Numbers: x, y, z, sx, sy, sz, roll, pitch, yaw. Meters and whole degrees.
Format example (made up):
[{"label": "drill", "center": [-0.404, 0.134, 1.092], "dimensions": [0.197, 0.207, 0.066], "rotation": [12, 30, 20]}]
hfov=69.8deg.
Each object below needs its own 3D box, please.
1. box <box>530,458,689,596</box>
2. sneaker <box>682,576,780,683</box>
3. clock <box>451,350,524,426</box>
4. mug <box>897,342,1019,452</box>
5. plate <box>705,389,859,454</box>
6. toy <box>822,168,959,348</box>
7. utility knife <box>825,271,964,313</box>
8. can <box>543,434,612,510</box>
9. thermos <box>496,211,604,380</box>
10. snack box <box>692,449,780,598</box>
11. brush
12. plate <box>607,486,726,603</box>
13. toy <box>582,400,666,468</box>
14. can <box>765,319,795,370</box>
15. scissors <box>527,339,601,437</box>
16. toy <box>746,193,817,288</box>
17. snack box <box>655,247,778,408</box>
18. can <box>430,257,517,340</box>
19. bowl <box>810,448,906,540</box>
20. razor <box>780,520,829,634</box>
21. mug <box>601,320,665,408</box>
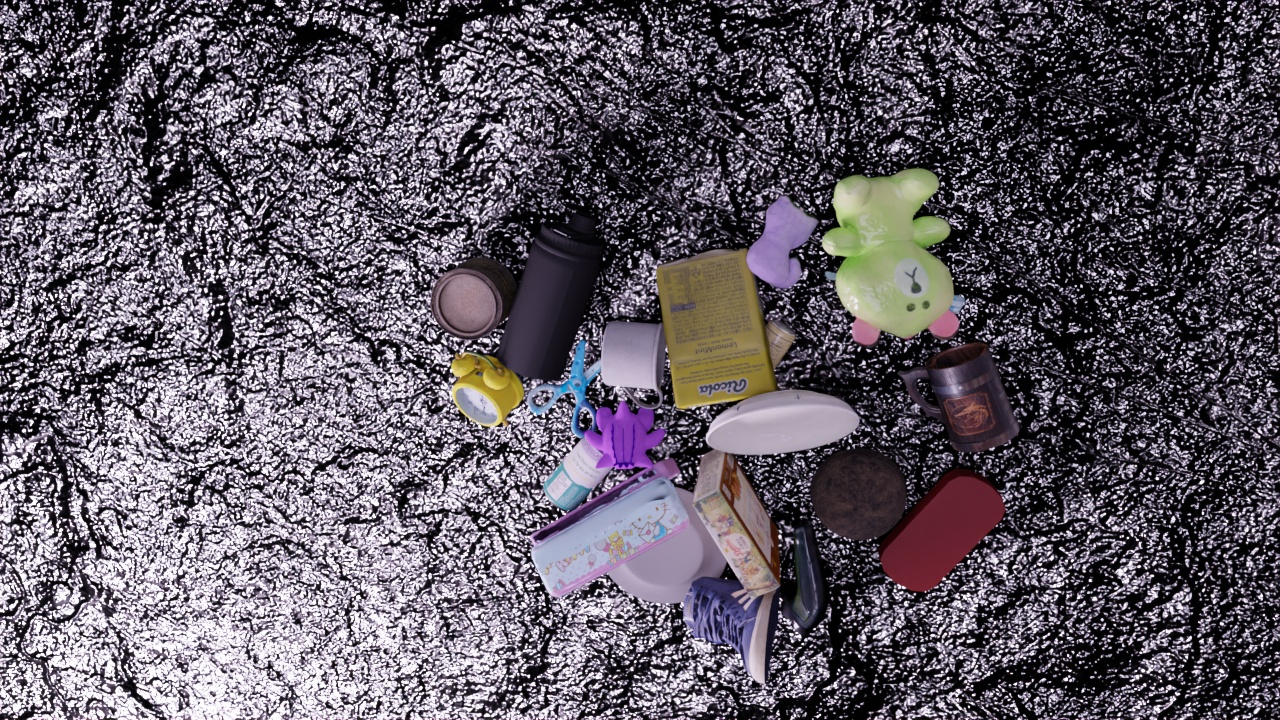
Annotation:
[{"label": "box", "center": [-0.033, 0.216, 1.182], "dimensions": [0.214, 0.090, 0.091], "rotation": [-31, 80, 15]}, {"label": "sneaker", "center": [0.106, 0.322, 1.142], "dimensions": [0.118, 0.232, 0.091], "rotation": [2, 97, 13]}, {"label": "clock", "center": [-0.195, 0.030, 1.158], "dimensions": [0.083, 0.057, 0.119], "rotation": [17, 138, 20]}, {"label": "mug", "center": [0.379, 0.046, 1.101], "dimensions": [0.116, 0.079, 0.107], "rotation": [-14, 105, 39]}, {"label": "plate", "center": [0.168, 0.071, 1.101], "dimensions": [0.182, 0.182, 0.034], "rotation": [-9, 67, 10]}, {"label": "toy", "center": [0.280, -0.117, 1.043], "dimensions": [0.150, 0.107, 0.197], "rotation": [-9, 108, -11]}, {"label": "utility knife", "center": [0.303, -0.087, 1.096], "dimensions": [0.167, 0.015, 0.022], "rotation": [16, 84, 5]}, {"label": "can", "center": [-0.079, 0.146, 1.199], "dimensions": [0.055, 0.054, 0.102], "rotation": [39, 108, -5]}, {"label": "thermos", "center": [-0.105, -0.083, 1.115], "dimensions": [0.086, 0.086, 0.199], "rotation": [21, 109, 1]}, {"label": "snack box", "center": [0.122, 0.197, 1.140], "dimensions": [0.041, 0.143, 0.147], "rotation": [-28, 102, 15]}, {"label": "brush", "center": [0.379, 0.212, 1.163], "dimensions": [0.082, 0.041, 0.174], "rotation": [36, 108, -4]}, {"label": "plate", "center": [0.029, 0.252, 1.240], "dimensions": [0.178, 0.012, 0.178], "rotation": [2, 107, 7]}, {"label": "toy", "center": [-0.020, 0.097, 1.152], "dimensions": [0.106, 0.056, 0.088], "rotation": [-2, 70, 3]}, {"label": "can", "center": [0.155, -0.009, 1.127], "dimensions": [0.038, 0.038, 0.080], "rotation": [31, 109, -2]}, {"label": "scissors", "center": [-0.076, 0.041, 1.190], "dimensions": [0.140, 0.013, 0.118], "rotation": [-42, 97, 15]}, {"label": "toy", "center": [0.169, -0.136, 1.079], "dimensions": [0.080, 0.036, 0.099], "rotation": [31, 87, -25]}, {"label": "snack box", "center": [0.089, -0.039, 1.102], "dimensions": [0.121, 0.045, 0.181], "rotation": [-11, 84, 12]}, {"label": "can", "center": [-0.205, -0.077, 1.136], "dimensions": [0.090, 0.074, 0.090], "rotation": [2, 107, 7]}, {"label": "bowl", "center": [0.277, 0.178, 1.159], "dimensions": [0.121, 0.056, 0.121], "rotation": [2, 107, 7]}, {"label": "razor", "center": [0.213, 0.284, 1.208], "dimensions": [0.067, 0.053, 0.151], "rotation": [-4, 102, 18]}, {"label": "mug", "center": [-0.007, 0.007, 1.132], "dimensions": [0.070, 0.084, 0.113], "rotation": [4, 112, 9]}]
